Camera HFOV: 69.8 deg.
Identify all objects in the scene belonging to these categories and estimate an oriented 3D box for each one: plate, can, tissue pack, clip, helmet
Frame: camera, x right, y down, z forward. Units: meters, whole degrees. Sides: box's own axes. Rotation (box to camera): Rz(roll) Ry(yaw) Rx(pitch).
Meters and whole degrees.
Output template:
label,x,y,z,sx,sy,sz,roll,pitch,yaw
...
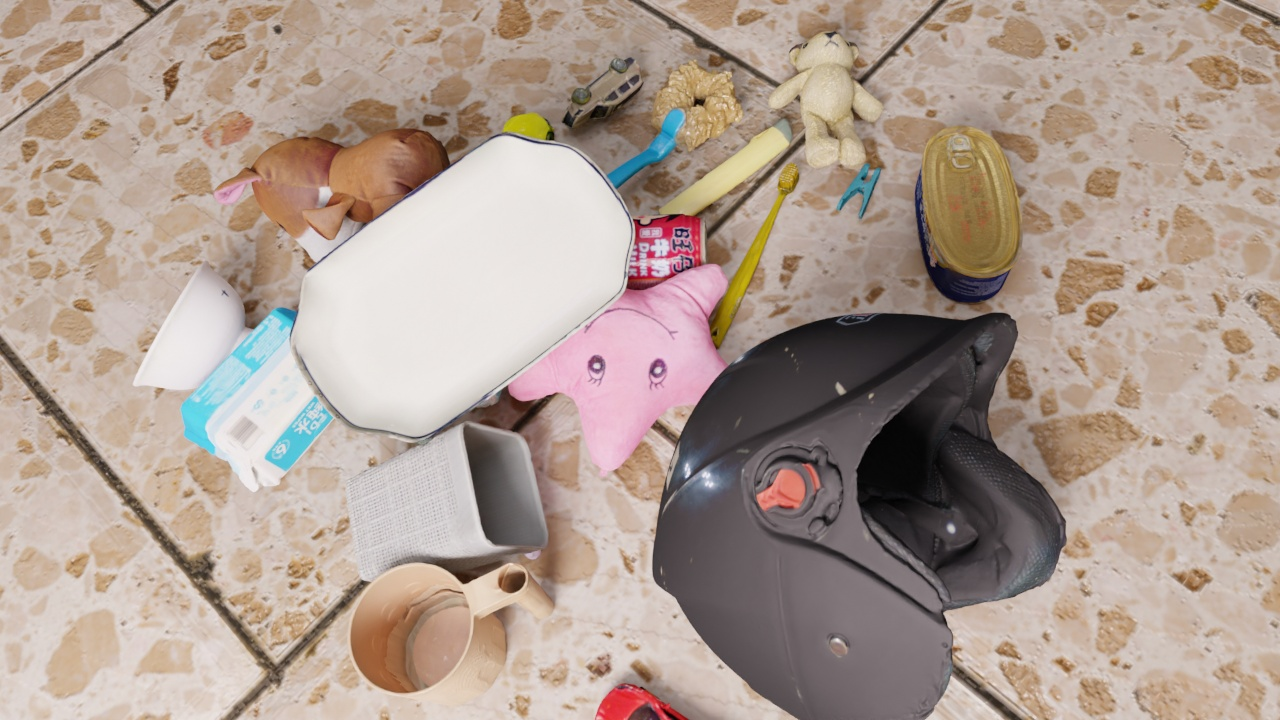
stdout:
label,x,y,z,sx,sy,sz,roll,pitch,yaw
plate,-0.130,-0.054,0.684,0.265,0.034,0.162,-38,82,-4
can,0.009,-0.089,0.770,0.094,0.066,0.066,-1,65,6
tissue pack,-0.299,0.030,0.754,0.090,0.063,0.139,33,74,18
clip,0.194,-0.150,0.806,0.040,0.014,0.056,24,69,16
helmet,0.128,0.086,0.571,0.230,0.232,0.275,22,109,32
can,0.270,-0.122,0.763,0.074,0.049,0.148,-3,64,5

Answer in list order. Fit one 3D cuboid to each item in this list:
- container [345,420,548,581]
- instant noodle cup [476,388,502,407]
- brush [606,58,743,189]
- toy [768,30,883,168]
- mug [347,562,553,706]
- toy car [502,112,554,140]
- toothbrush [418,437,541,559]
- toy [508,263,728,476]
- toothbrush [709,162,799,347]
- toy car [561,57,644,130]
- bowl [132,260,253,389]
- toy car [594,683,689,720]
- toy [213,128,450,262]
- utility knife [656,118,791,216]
label,x,y,z,sx,sy,sz,roll,pitch,yaw
container,-0.143,0.109,0.668,0.114,0.090,0.090,-22,69,19
instant noodle cup,-0.142,-0.029,0.745,0.111,0.111,0.120,8,72,10
brush,0.000,-0.183,0.823,0.083,0.046,0.254,38,69,18
toy,0.168,-0.231,0.818,0.105,0.066,0.157,1,58,1
mug,-0.125,0.184,0.636,0.124,0.104,0.084,-25,65,-5
toy car,-0.116,-0.191,0.854,0.048,0.032,0.105,13,65,13
toothbrush,-0.143,0.089,0.732,0.189,0.029,0.021,42,116,21
toy,-0.004,0.004,0.723,0.194,0.074,0.178,9,87,0
toothbrush,0.098,-0.094,0.789,0.016,0.017,0.189,21,69,16
toy car,-0.036,-0.249,0.865,0.090,0.042,0.035,-41,89,-19
bowl,-0.367,-0.018,0.776,0.064,0.119,0.118,29,66,-21
toy car,0.017,0.262,0.624,0.106,0.031,0.049,27,70,20
toy,-0.259,-0.144,0.808,0.200,0.140,0.130,9,102,13
utility knife,0.056,-0.153,0.821,0.206,0.021,0.031,-34,61,-12
